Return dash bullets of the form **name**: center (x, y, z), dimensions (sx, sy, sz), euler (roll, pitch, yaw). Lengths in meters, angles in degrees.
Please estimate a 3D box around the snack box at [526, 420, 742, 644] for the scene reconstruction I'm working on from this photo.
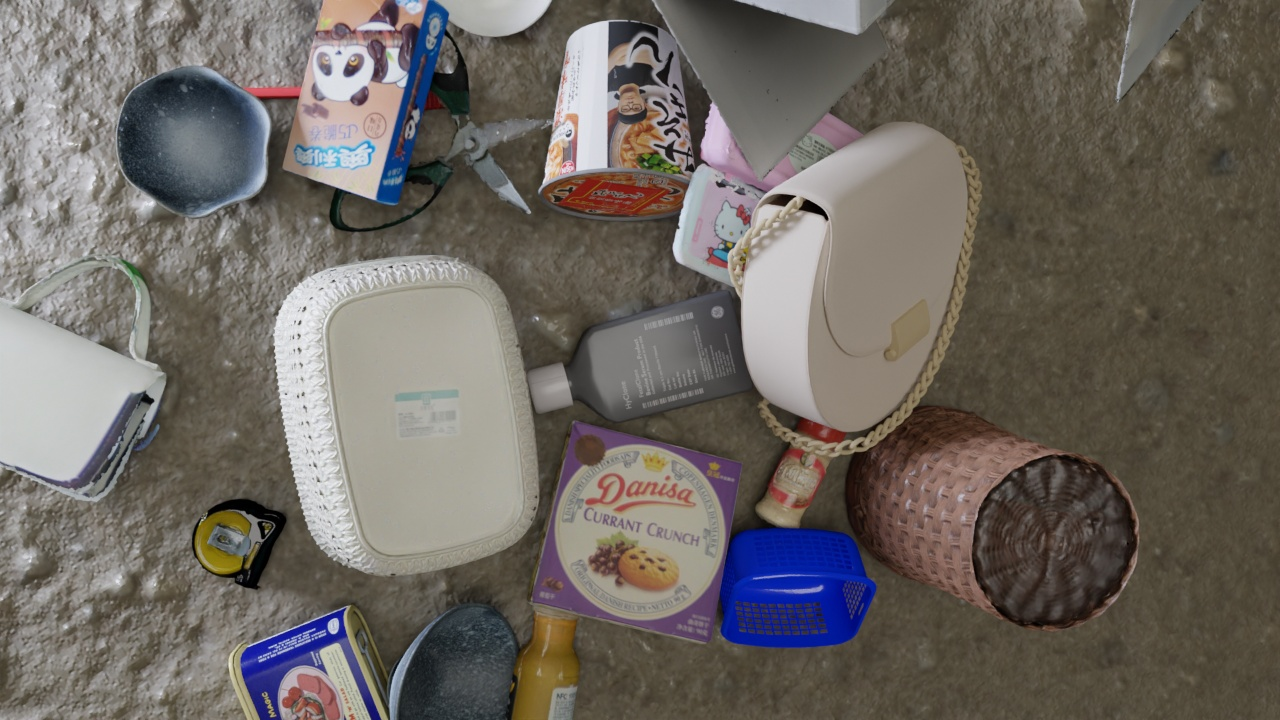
- **snack box**: center (-0.003, 0.136, 0.730), dimensions (0.143, 0.041, 0.147), euler (15, 72, -7)

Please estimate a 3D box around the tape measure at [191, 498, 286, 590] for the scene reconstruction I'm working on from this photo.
- **tape measure**: center (-0.316, 0.139, 0.714), dimensions (0.061, 0.034, 0.061), euler (22, 88, -6)

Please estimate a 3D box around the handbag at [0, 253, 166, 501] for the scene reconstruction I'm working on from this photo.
- **handbag**: center (-0.431, 0.001, 0.688), dimensions (0.151, 0.074, 0.175), euler (25, 70, -9)

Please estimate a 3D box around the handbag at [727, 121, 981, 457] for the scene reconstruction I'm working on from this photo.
- **handbag**: center (0.162, -0.058, 0.695), dimensions (0.210, 0.103, 0.209), euler (-34, 128, -32)

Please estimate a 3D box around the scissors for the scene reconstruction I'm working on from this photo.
- **scissors**: center (-0.171, -0.164, 0.703), dimensions (0.203, 0.015, 0.201), euler (-40, 81, 14)

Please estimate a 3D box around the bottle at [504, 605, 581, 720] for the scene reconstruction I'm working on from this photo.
- **bottle**: center (-0.080, 0.276, 0.731), dimensions (0.053, 0.053, 0.186), euler (10, 81, -7)

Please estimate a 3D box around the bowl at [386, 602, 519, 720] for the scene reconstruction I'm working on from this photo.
- **bowl**: center (-0.159, 0.256, 0.717), dimensions (0.057, 0.136, 0.137), euler (0, 93, 32)

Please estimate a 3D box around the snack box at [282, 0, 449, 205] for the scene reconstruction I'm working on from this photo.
- **snack box**: center (-0.206, -0.202, 0.686), dimensions (0.087, 0.034, 0.151), euler (20, 98, 16)

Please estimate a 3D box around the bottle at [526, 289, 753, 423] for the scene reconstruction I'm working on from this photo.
- **bottle**: center (-0.004, 0.004, 0.742), dimensions (0.174, 0.046, 0.084), euler (-15, 94, -6)

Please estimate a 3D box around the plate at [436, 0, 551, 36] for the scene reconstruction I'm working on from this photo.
- **plate**: center (-0.118, -0.306, 0.726), dimensions (0.104, 0.026, 0.104), euler (0, 93, -6)

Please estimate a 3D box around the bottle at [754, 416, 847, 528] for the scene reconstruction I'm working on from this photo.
- **bottle**: center (0.136, 0.088, 0.764), dimensions (0.044, 0.044, 0.109), euler (28, 89, -7)

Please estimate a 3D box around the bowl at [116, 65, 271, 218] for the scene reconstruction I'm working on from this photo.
- **bowl**: center (-0.328, -0.160, 0.691), dimensions (0.110, 0.055, 0.110), euler (0, 92, -8)

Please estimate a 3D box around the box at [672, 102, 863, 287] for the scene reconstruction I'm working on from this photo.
- **box**: center (0.119, -0.122, 0.711), dimensions (0.201, 0.038, 0.152), euler (15, 87, -39)

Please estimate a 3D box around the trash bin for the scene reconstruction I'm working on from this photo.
- **trash bin**: center (0.263, 0.116, 0.697), dimensions (0.151, 0.210, 0.151), euler (0, 92, -8)

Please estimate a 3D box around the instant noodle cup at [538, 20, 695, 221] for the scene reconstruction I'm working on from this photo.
- **instant noodle cup**: center (-0.015, -0.183, 0.704), dimensions (0.123, 0.124, 0.121), euler (1, 83, -7)

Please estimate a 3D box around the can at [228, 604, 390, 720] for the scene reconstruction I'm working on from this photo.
- **can**: center (-0.250, 0.260, 0.716), dimensions (0.092, 0.056, 0.116), euler (-21, 94, -7)

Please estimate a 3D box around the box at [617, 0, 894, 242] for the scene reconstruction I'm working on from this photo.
- **box**: center (0.094, -0.222, 0.682), dimensions (0.173, 0.423, 0.167), euler (40, 71, 10)

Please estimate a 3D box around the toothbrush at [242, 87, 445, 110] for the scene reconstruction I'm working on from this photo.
- **toothbrush**: center (-0.247, -0.205, 0.721), dimensions (0.212, 0.012, 0.018), euler (-3, 96, -7)

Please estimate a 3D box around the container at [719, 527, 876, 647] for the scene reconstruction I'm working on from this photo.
- **container**: center (0.122, 0.181, 0.743), dimensions (0.114, 0.058, 0.096), euler (3, 129, -7)

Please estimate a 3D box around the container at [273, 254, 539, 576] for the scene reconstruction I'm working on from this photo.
- **container**: center (-0.165, 0.040, 0.675), dimensions (0.184, 0.143, 0.246), euler (-11, 93, -20)
